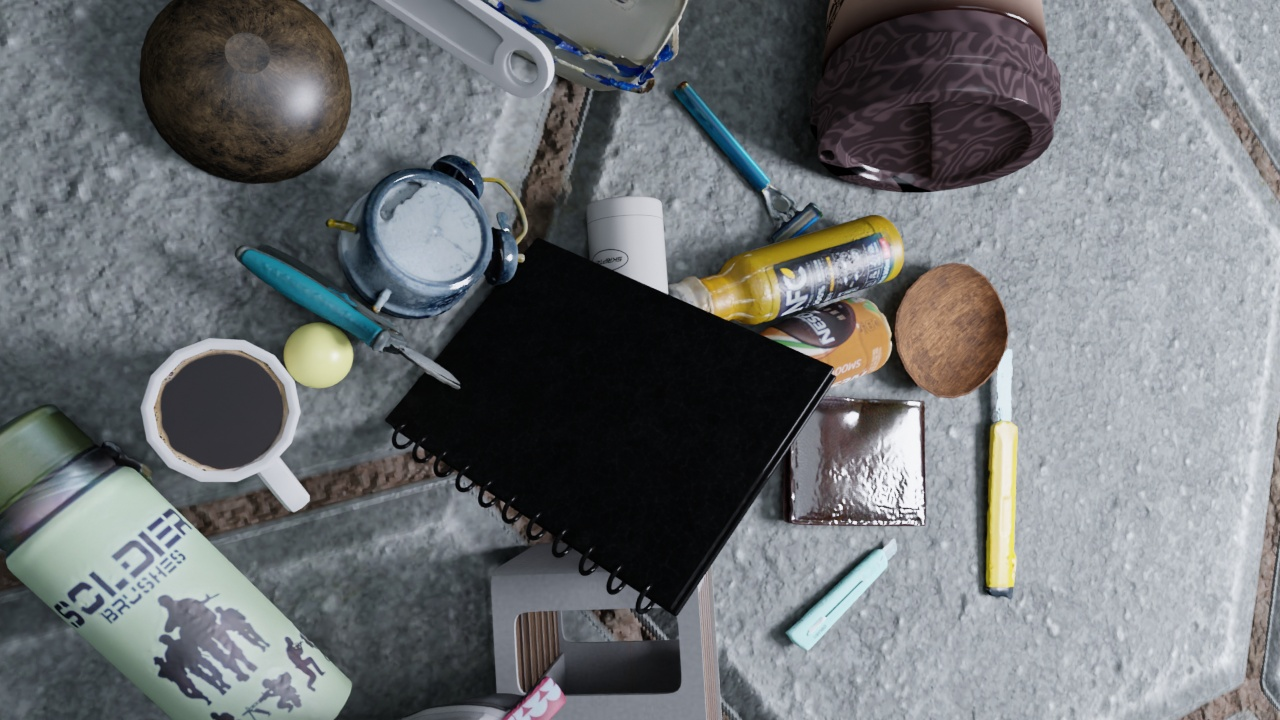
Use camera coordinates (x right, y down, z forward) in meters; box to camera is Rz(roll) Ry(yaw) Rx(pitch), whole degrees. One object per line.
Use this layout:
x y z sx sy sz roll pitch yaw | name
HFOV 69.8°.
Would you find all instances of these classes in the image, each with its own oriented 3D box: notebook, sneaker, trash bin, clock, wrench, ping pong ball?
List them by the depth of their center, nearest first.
-0.141 0.239 0.477 0.096 0.264 0.128 54 38 9 | sneaker
-0.173 -0.229 0.536 0.273 0.087 0.018 34 40 -3 | wrench
-0.029 0.027 0.546 0.169 0.232 0.019 -53 147 -17 | notebook
-0.012 0.230 0.550 0.114 0.114 0.228 -4 87 8 | trash bin
-0.195 -0.003 0.557 0.040 0.040 0.040 2 85 -22 | ping pong ball
-0.129 -0.079 0.579 0.129 0.052 0.090 -30 94 -36 | clock

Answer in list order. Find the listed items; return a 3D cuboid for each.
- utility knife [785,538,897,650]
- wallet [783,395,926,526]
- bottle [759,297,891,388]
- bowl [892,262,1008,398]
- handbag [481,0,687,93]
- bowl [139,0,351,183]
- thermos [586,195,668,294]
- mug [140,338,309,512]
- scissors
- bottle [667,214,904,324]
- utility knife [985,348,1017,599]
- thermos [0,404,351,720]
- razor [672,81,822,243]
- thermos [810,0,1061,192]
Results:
0.156 0.176 0.699 0.119 0.015 0.022 -37 98 -23 | utility knife
0.164 0.077 0.702 0.119 0.031 0.099 3 82 -19 | wallet
0.101 0.002 0.664 0.167 0.059 0.059 -19 93 -21 | bottle
0.244 -0.023 0.741 0.114 0.026 0.102 -36 99 -20 | bowl
-0.057 -0.245 0.546 0.200 0.200 0.093 24 81 -16 | handbag
-0.233 -0.172 0.545 0.121 0.056 0.121 2 86 -22 | bowl
-0.004 0.004 0.626 0.052 0.052 0.224 -3 87 -22 | thermos
-0.223 0.041 0.516 0.073 0.090 0.105 -38 100 -20 | mug
-0.178 -0.029 0.559 0.019 0.148 0.132 -56 141 4 | scissors
0.106 -0.061 0.673 0.185 0.053 0.053 -18 93 -22 | bottle
0.301 0.093 0.759 0.030 0.018 0.206 4 90 -27 | utility knife
-0.264 0.125 0.503 0.082 0.082 0.231 -44 102 -19 | thermos
0.076 -0.151 0.688 0.042 0.022 0.144 -39 98 17 | razor
0.214 -0.262 0.677 0.172 0.173 0.226 8 77 -21 | thermos
